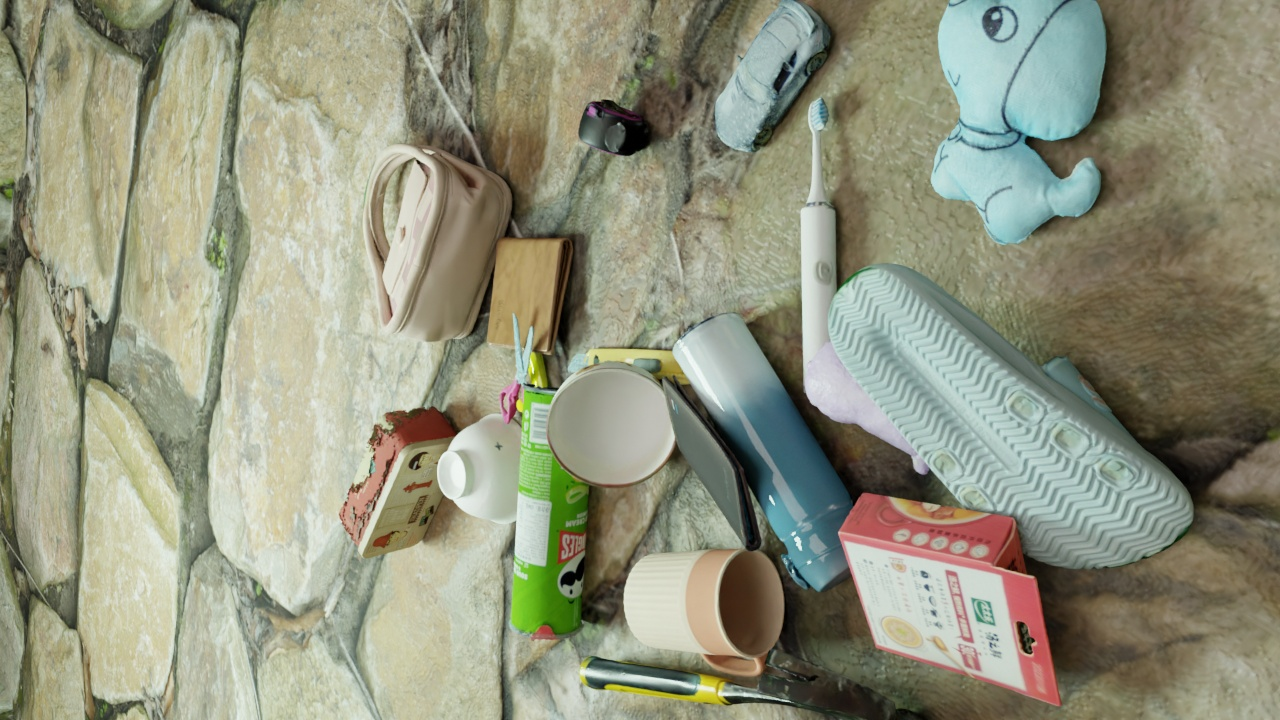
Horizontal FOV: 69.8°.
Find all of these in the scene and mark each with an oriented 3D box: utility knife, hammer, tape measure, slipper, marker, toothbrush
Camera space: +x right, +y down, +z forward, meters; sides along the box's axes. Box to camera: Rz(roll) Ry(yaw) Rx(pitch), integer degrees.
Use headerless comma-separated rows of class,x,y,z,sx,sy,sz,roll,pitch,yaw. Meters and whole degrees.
utility knife,-0.005,0.005,0.835,0.173,0.019,0.031,2,87,47
hammer,0.056,0.262,0.736,0.324,0.126,0.031,-15,46,49
tape measure,-0.025,-0.207,0.811,0.058,0.057,0.039,29,115,21
slipper,0.223,0.030,0.577,0.245,0.074,0.104,45,131,13
marker,-0.094,0.048,0.917,0.018,0.015,0.124,-21,81,46
toothbrush,0.134,-0.085,0.690,0.026,0.026,0.221,-178,87,-73

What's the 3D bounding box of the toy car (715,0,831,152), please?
toy car,0.098,-0.220,0.713,0.054,0.036,0.121,53,127,28

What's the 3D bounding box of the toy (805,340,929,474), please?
toy,0.168,0.021,0.647,0.108,0.038,0.084,27,107,22

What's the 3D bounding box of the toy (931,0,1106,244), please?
toy,0.237,-0.167,0.576,0.161,0.049,0.157,50,125,24

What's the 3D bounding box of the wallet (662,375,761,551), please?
wallet,0.056,0.078,0.720,0.122,0.020,0.096,54,167,48

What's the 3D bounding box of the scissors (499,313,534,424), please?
scissors,-0.124,0.015,0.917,0.096,0.017,0.137,15,115,50

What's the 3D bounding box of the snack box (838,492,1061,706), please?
snack box,0.204,0.149,0.589,0.127,0.044,0.113,6,128,42

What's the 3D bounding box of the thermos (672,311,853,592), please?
thermos,0.100,0.068,0.701,0.070,0.070,0.220,-44,63,35

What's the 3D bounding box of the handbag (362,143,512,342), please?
handbag,-0.249,-0.150,1.016,0.234,0.093,0.194,46,120,40

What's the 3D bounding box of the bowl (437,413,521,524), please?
bowl,-0.171,0.116,0.957,0.118,0.064,0.118,3,94,43

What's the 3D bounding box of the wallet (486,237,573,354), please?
wallet,-0.114,-0.067,0.918,0.101,0.020,0.115,7,89,44

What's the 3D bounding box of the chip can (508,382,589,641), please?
chip can,-0.084,0.140,0.870,0.072,0.072,0.236,9,97,42

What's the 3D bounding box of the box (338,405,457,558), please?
box,-0.276,0.132,1.036,0.079,0.091,0.169,44,119,29

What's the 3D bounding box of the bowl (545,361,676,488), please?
bowl,-0.025,0.049,0.806,0.062,0.113,0.114,-97,26,-68

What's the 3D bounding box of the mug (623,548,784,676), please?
mug,0.057,0.208,0.746,0.106,0.081,0.114,-13,112,44
